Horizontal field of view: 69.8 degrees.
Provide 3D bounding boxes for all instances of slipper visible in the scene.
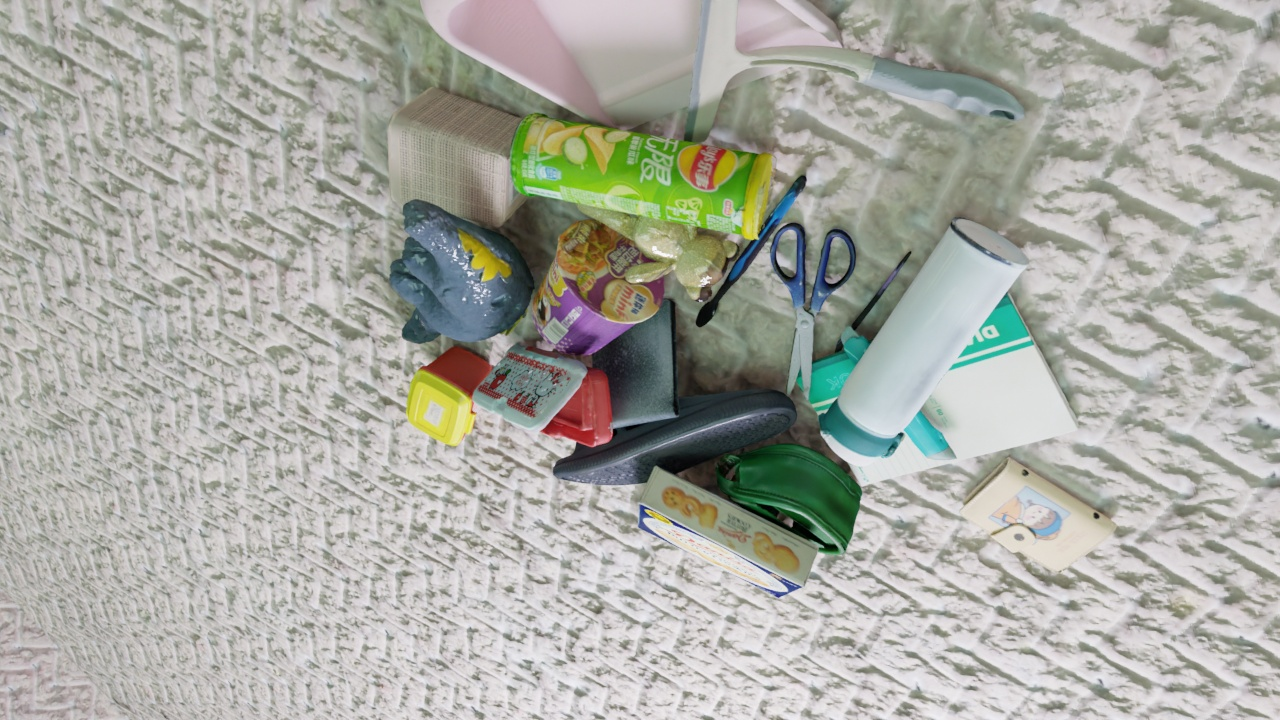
[{"bbox_3d":[0.030,0.065,0.943,0.269,0.083,0.110,-21,154,27],"label":"slipper"}]

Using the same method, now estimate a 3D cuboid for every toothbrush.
[{"bbox_3d":[0.192,-0.030,0.833,0.017,0.014,0.190,39,133,12],"label":"toothbrush"},{"bbox_3d":[0.098,-0.096,0.834,0.014,0.016,0.190,40,130,7],"label":"toothbrush"}]

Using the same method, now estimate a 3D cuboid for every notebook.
[{"bbox_3d":[0.262,0.033,0.834,0.210,0.012,0.150,-22,113,34],"label":"notebook"}]

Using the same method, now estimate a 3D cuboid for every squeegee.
[{"bbox_3d":[0.161,-0.210,0.676,0.246,0.039,0.247,8,167,1],"label":"squeegee"}]

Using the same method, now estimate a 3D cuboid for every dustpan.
[{"bbox_3d":[-0.017,-0.232,0.647,0.223,0.138,0.273,-14,139,36],"label":"dustpan"}]

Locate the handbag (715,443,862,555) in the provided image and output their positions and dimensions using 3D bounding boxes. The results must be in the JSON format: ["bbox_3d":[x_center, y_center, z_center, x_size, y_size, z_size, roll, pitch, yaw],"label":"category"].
[{"bbox_3d":[0.150,0.138,0.925,0.120,0.067,0.131,0,149,44],"label":"handbag"}]

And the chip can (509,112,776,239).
[{"bbox_3d":[-0.001,-0.157,0.773,0.221,0.072,0.073,13,129,12],"label":"chip can"}]

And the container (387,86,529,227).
[{"bbox_3d":[-0.161,-0.186,0.848,0.111,0.090,0.090,18,130,10],"label":"container"}]

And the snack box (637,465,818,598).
[{"bbox_3d":[0.084,0.186,0.970,0.178,0.045,0.183,26,164,9],"label":"snack box"}]

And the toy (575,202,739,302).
[{"bbox_3d":[0.012,-0.119,0.833,0.157,0.066,0.105,36,90,3],"label":"toy"}]

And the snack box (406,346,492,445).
[{"bbox_3d":[-0.213,0.038,1.044,0.082,0.079,0.091,30,132,6],"label":"snack box"}]

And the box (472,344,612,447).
[{"bbox_3d":[-0.110,0.033,0.921,0.202,0.091,0.094,12,108,63],"label":"box"}]

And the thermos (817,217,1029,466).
[{"bbox_3d":[0.230,-0.006,0.766,0.073,0.073,0.225,30,120,4],"label":"thermos"}]

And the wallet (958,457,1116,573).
[{"bbox_3d":[0.371,0.150,0.870,0.115,0.024,0.087,31,127,1],"label":"wallet"}]

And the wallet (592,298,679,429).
[{"bbox_3d":[-0.005,0.005,0.906,0.097,0.120,0.019,-14,159,33],"label":"wallet"}]

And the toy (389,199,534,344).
[{"bbox_3d":[-0.178,-0.072,0.904,0.137,0.091,0.357,7,164,-16],"label":"toy"}]

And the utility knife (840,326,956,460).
[{"bbox_3d":[0.232,0.032,0.830,0.029,0.013,0.161,-32,104,35],"label":"utility knife"}]

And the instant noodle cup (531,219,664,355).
[{"bbox_3d":[-0.047,-0.062,0.876,0.111,0.111,0.099,40,141,-5],"label":"instant noodle cup"}]

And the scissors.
[{"bbox_3d":[0.140,-0.045,0.832,0.128,0.012,0.174,36,123,5],"label":"scissors"}]
